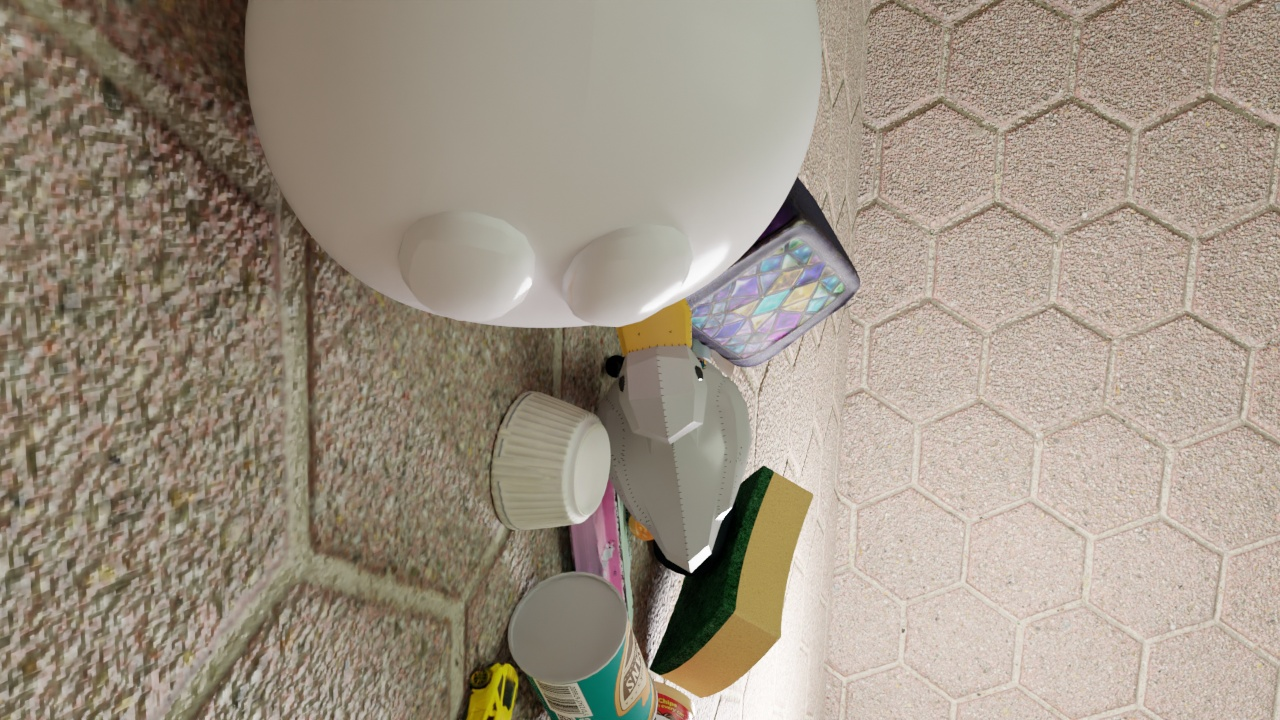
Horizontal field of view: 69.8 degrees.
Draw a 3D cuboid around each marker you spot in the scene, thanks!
[{"bbox_3d":[-0.006,0.006,0.959,0.125,0.025,0.025,-1,95,-71],"label":"marker"}]

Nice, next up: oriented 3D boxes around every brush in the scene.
[{"bbox_3d":[0.114,0.275,1.142,0.196,0.075,0.249,-56,-174,44],"label":"brush"}]

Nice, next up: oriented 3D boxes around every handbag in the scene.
[{"bbox_3d":[0.090,-0.090,0.948,0.204,0.222,0.125,29,33,-53],"label":"handbag"}]

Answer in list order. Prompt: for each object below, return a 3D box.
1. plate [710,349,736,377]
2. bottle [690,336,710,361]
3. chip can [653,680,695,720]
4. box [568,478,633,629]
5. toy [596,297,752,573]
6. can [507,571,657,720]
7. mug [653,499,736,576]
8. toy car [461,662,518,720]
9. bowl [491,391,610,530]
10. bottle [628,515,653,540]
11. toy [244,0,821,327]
[{"bbox_3d":[0.095,-0.073,1.158,0.189,0.027,0.188,173,-87,-87],"label":"plate"},{"bbox_3d":[0.057,0.002,1.105,0.072,0.046,0.161,11,84,-70],"label":"bottle"},{"bbox_3d":[-0.011,0.451,0.960,0.087,0.087,0.212,75,28,-43],"label":"chip can"},{"bbox_3d":[-0.030,0.193,0.926,0.158,0.035,0.231,-64,153,-62],"label":"box"},{"bbox_3d":[0.028,0.061,0.808,0.267,0.141,0.246,-27,109,-87],"label":"toy"},{"bbox_3d":[-0.046,0.265,0.792,0.144,0.099,0.099,75,27,-43],"label":"can"},{"bbox_3d":[0.058,0.214,1.126,0.094,0.085,0.122,-64,180,-44],"label":"mug"},{"bbox_3d":[-0.120,0.283,0.696,0.049,0.030,0.106,68,34,-54],"label":"toy car"},{"bbox_3d":[-0.067,0.085,0.748,0.115,0.062,0.115,6,89,-71],"label":"bowl"},{"bbox_3d":[0.019,0.161,1.002,0.108,0.063,0.063,-34,126,-70],"label":"bottle"},{"bbox_3d":[-0.051,-0.151,0.457,0.266,0.262,0.280,117,-29,-59],"label":"toy"}]
